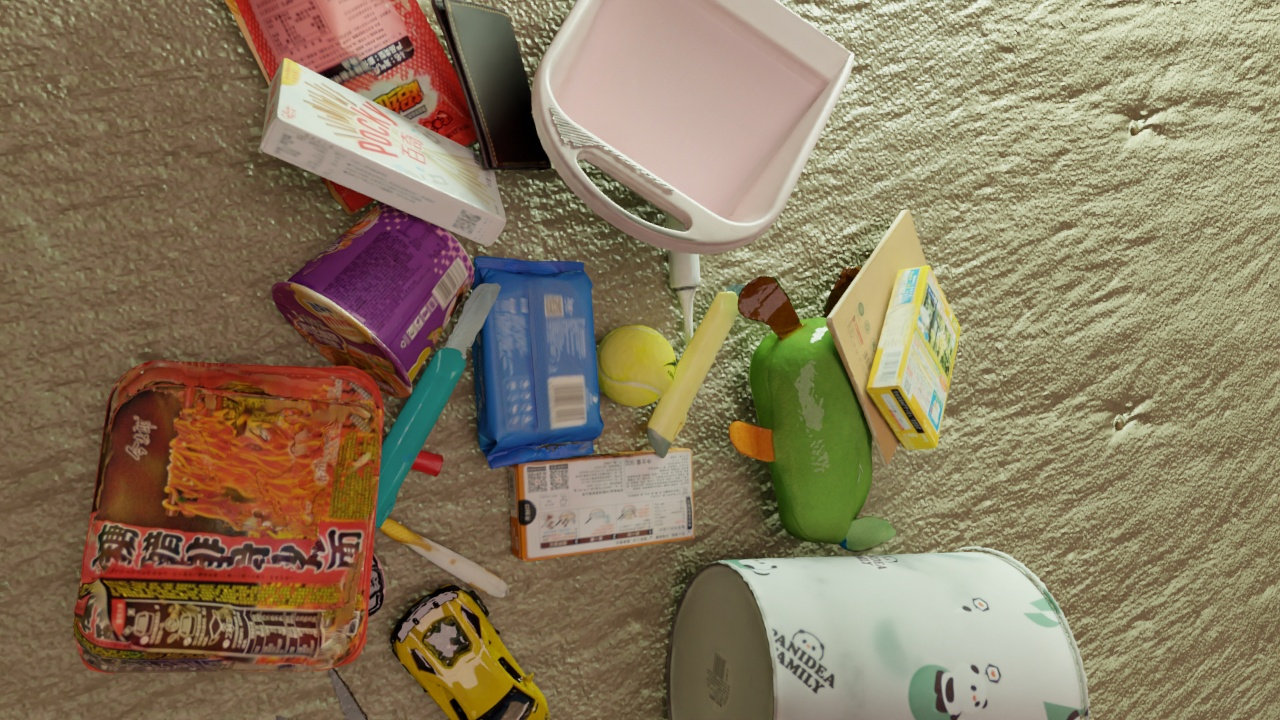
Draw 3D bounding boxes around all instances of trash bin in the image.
[{"bbox_3d":[0.170,0.259,0.729,0.251,0.230,0.229,7,86,-21],"label":"trash bin"}]

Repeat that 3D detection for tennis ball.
[{"bbox_3d":[-0.004,0.004,0.725,0.065,0.066,0.065,1,89,-27],"label":"tennis ball"}]

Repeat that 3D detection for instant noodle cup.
[{"bbox_3d":[-0.174,-0.047,0.625,0.111,0.112,0.099,42,62,-20],"label":"instant noodle cup"},{"bbox_3d":[-0.247,0.095,0.574,0.164,0.079,0.188,4,77,-10],"label":"instant noodle cup"}]

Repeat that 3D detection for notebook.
[{"bbox_3d":[0.228,-0.026,0.818,0.207,0.008,0.148,-48,120,-43],"label":"notebook"}]

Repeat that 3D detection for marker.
[{"bbox_3d":[-0.210,0.055,0.649,0.145,0.017,0.017,21,80,-25],"label":"marker"}]

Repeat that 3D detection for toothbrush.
[{"bbox_3d":[0.036,-0.091,0.769,0.027,0.026,0.221,-4,91,9],"label":"toothbrush"},{"bbox_3d":[-0.173,0.127,0.669,0.191,0.018,0.016,36,77,-24],"label":"toothbrush"}]

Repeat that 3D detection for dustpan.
[{"bbox_3d":[0.044,-0.205,0.686,0.222,0.139,0.273,29,85,-9],"label":"dustpan"}]

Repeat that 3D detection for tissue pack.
[{"bbox_3d":[-0.081,-0.001,0.695,0.094,0.052,0.157,-4,90,-28],"label":"tissue pack"}]

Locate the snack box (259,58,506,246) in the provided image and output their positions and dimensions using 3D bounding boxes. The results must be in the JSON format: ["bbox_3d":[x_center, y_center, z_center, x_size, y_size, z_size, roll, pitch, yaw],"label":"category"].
[{"bbox_3d":[-0.165,-0.135,0.604,0.156,0.084,0.027,22,121,-33],"label":"snack box"}]

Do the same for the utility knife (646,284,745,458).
[{"bbox_3d":[0.048,0.003,0.753,0.031,0.018,0.164,34,80,-21],"label":"utility knife"}]

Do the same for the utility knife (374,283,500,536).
[{"bbox_3d":[-0.152,0.035,0.646,0.029,0.013,0.205,29,88,-18],"label":"utility knife"}]

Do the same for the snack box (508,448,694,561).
[{"bbox_3d":[-0.028,0.113,0.733,0.153,0.026,0.075,-2,89,-27],"label":"snack box"}]

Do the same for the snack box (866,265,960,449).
[{"bbox_3d":[0.240,-0.003,0.797,0.087,0.034,0.140,49,52,-34],"label":"snack box"}]

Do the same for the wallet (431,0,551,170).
[{"bbox_3d":[-0.106,-0.200,0.677,0.096,0.020,0.122,-30,104,-65],"label":"wallet"}]

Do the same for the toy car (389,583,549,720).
[{"bbox_3d":[-0.121,0.235,0.677,0.071,0.041,0.156,-37,106,-22],"label":"toy car"}]

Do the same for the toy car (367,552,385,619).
[{"bbox_3d":[-0.236,0.161,0.625,0.122,0.037,0.056,-10,87,-14],"label":"toy car"}]

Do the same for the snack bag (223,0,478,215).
[{"bbox_3d":[-0.205,-0.220,0.635,0.128,0.073,0.208,-34,112,-16],"label":"snack bag"}]

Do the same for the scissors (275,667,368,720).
[{"bbox_3d":[-0.181,0.301,0.661,0.159,0.014,0.174,4,86,-26],"label":"scissors"}]

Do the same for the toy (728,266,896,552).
[{"bbox_3d":[0.148,0.045,0.787,0.226,0.090,0.246,-6,93,-41],"label":"toy"}]
